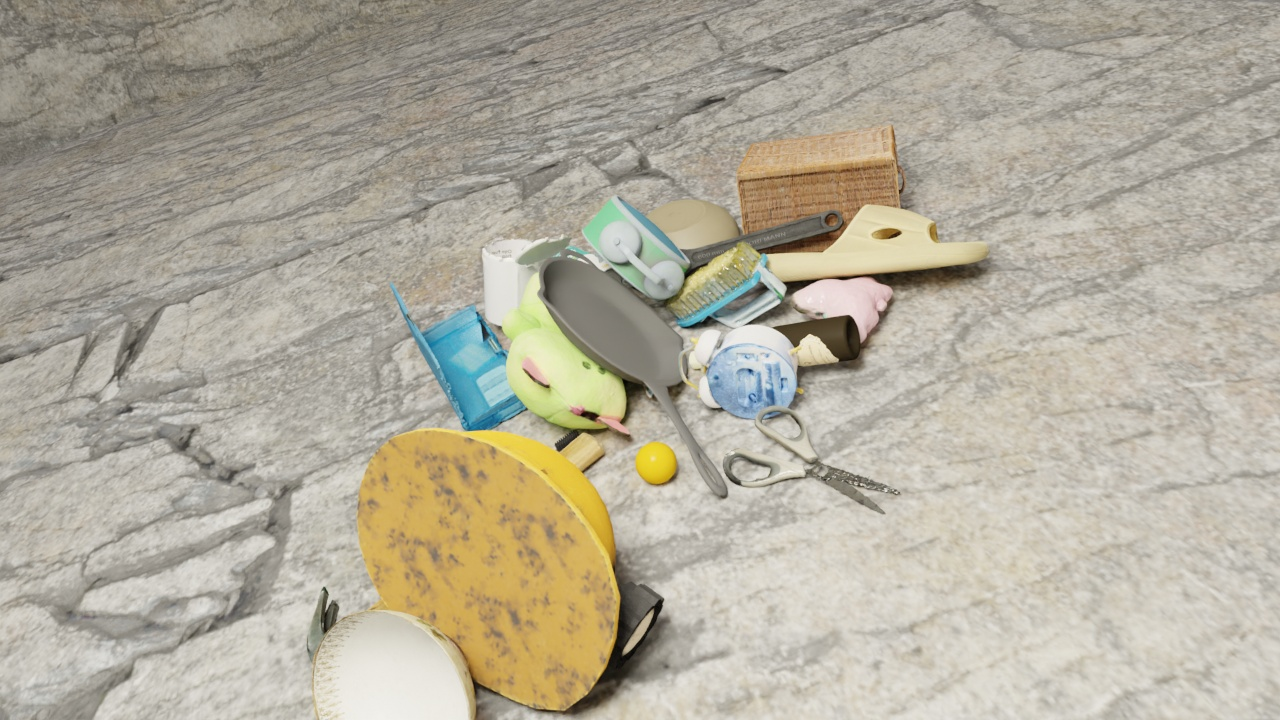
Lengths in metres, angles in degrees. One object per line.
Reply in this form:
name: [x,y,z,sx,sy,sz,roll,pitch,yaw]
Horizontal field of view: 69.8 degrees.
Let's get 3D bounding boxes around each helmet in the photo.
helmet: [-0.099,0.149,0.763,0.255,0.206,0.131,32,25,19]

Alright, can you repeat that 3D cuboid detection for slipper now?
slipper: [0.243,-0.131,1.013,0.262,0.079,0.111,-4,7,25]

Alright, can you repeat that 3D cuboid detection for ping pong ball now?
ping pong ball: [0.015,0.098,0.878,0.040,0.040,0.040,-12,37,9]

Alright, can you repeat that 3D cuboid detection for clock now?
clock: [-0.005,-0.120,1.046,0.075,0.122,0.161,-47,19,11]
clock: [0.098,0.010,0.913,0.125,0.089,0.051,3,35,16]

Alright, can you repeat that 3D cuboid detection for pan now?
pan: [-0.005,0.006,0.946,0.024,0.216,0.354,-50,51,23]

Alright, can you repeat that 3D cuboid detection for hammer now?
hammer: [-0.165,0.176,0.867,0.329,0.033,0.132,-38,39,-26]

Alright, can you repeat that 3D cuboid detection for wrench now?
wrench: [0.108,-0.136,1.108,0.274,0.018,0.073,-14,77,18]

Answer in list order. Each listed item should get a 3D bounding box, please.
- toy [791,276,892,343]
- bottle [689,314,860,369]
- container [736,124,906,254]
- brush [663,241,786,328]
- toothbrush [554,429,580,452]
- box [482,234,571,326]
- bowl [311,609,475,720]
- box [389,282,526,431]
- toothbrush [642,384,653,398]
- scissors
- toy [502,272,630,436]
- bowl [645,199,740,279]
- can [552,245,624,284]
toy: [0.224,-0.061,0.981,0.095,0.053,0.099,-29,46,-23]
bottle: [0.133,-0.012,0.956,0.185,0.045,0.045,-9,36,33]
container: [0.221,-0.208,1.122,0.199,0.114,0.112,-2,34,19]
brush: [0.092,-0.070,1.038,0.136,0.075,0.055,-31,21,42]
toothbrush: [-0.129,0.122,0.937,0.167,0.013,0.013,-34,39,-16]
box: [-0.138,-0.103,1.115,0.084,0.147,0.136,-17,32,-30]
bowl: [-0.178,0.255,0.714,0.145,0.145,0.063,-1,4,23]
box: [-0.213,-0.024,1.077,0.094,0.112,0.231,-28,37,-11]
toothbrush: [-0.014,-0.009,1.045,0.024,0.022,0.185,-36,34,7]
scissors: [0.147,0.101,0.838,0.150,0.012,0.164,-24,47,3]
toy: [-0.085,0.003,0.985,0.107,0.150,0.196,-44,26,32]
bowl: [0.051,-0.167,1.197,0.152,0.050,0.152,-12,37,9]
can: [-0.069,-0.109,1.172,0.054,0.055,0.102,-37,40,-24]
